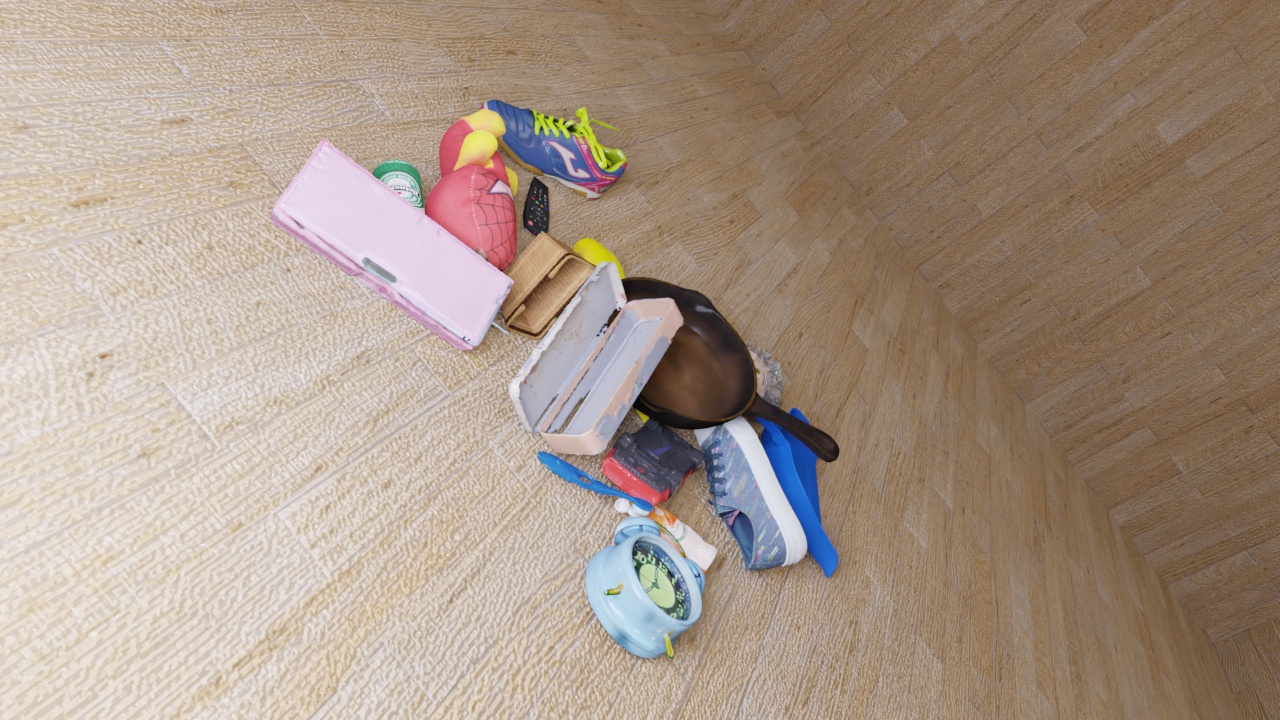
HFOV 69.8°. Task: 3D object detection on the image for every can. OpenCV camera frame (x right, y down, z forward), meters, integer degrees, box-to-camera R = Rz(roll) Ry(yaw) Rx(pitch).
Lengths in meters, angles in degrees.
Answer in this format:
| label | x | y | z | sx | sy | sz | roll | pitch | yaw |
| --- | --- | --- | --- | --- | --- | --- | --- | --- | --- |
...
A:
| label | x | y | z | sx | sy | sz | roll | pitch | yaw |
| --- | --- | --- | --- | --- | --- | --- | --- | --- | --- |
| can | -0.255 | -0.165 | 0.967 | 0.053 | 0.053 | 0.101 | 25 | 37 | -41 |

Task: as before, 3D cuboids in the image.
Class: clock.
| label | x | y | z | sx | sy | sz | roll | pitch | yaw |
| --- | --- | --- | --- | --- | --- | --- | --- | --- | --- |
| clock | 0.008 | 0.219 | 0.910 | 0.118 | 0.060 | 0.161 | 45 | 24 | -10 |

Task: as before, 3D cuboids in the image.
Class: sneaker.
| label | x | y | z | sx | sy | sz | roll | pitch | yaw |
| --- | --- | --- | --- | --- | --- | --- | --- | --- | --- |
| sneaker | -0.119 | -0.323 | 1.324 | 0.241 | 0.091 | 0.116 | 22 | 42 | -43 |
| sneaker | 0.117 | 0.153 | 1.141 | 0.079 | 0.088 | 0.235 | -15 | 61 | -27 |

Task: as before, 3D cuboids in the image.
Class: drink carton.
| label | x | y | z | sx | sy | sz | roll | pitch | yaw |
| --- | --- | --- | --- | --- | --- | --- | --- | --- | --- |
| drink carton | 0.026 | 0.184 | 1.010 | 0.122 | 0.039 | 0.069 | 43 | 22 | -2 |

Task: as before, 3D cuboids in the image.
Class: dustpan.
| label | x | y | z | sx | sy | sz | roll | pitch | yaw |
| --- | --- | --- | --- | --- | --- | --- | --- | --- | --- |
| dustpan | 0.199 | 0.132 | 1.286 | 0.257 | 0.060 | 0.245 | 44 | 28 | -22 |

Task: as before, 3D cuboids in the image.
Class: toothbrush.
| label | x | y | z | sx | sy | sz | roll | pitch | yaw |
| --- | --- | --- | --- | --- | --- | --- | --- | --- | --- |
| toothbrush | -0.048 | 0.127 | 0.943 | 0.132 | 0.016 | 0.021 | 26 | 37 | 0 |

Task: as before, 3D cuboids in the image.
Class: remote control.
| label | x | y | z | sx | sy | sz | roll | pitch | yaw |
| --- | --- | --- | --- | --- | --- | --- | --- | --- | --- |
| remote control | -0.140 | -0.207 | 1.240 | 0.039 | 0.010 | 0.124 | 36 | 31 | -29 |

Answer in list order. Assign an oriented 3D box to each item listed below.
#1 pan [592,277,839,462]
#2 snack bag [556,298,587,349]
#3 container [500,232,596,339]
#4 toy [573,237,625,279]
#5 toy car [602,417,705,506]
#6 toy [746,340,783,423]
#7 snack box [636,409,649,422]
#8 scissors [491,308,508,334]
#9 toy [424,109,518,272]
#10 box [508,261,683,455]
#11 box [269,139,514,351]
| label | x | y | z | sx | sy | sz | roll | pitch | yaw |
| --- | --- | --- | --- | --- | --- | --- | --- | --- | --- |
| pan | 0.090 | 0.030 | 1.138 | 0.356 | 0.043 | 0.248 | 33 | 39 | -4 |
| snack bag | -0.097 | -0.070 | 1.120 | 0.087 | 0.044 | 0.155 | 18 | 47 | -40 |
| container | -0.112 | -0.088 | 1.040 | 0.063 | 0.114 | 0.061 | 21 | 27 | -55 |
| toy | -0.054 | -0.127 | 1.245 | 0.094 | 0.041 | 0.095 | 5 | 52 | -61 |
| toy car | 0.016 | 0.114 | 1.037 | 0.081 | 0.056 | 0.189 | 37 | 17 | 9 |
| toy | 0.147 | 0.012 | 1.357 | 0.175 | 0.076 | 0.132 | 21 | 39 | -31 |
| snack box | -0.007 | 0.007 | 1.173 | 0.152 | 0.025 | 0.075 | 58 | 29 | 10 |
| scissors | -0.190 | -0.058 | 0.989 | 0.133 | 0.015 | 0.103 | 42 | 25 | -27 |
| toy | -0.186 | -0.183 | 1.042 | 0.215 | 0.099 | 0.148 | -95 | 170 | -45 |
| box | -0.038 | 0.000 | 0.982 | 0.108 | 0.095 | 0.215 | 18 | 52 | 19 |
| box | -0.234 | -0.108 | 0.894 | 0.233 | 0.046 | 0.097 | 39 | 70 | -25 |
